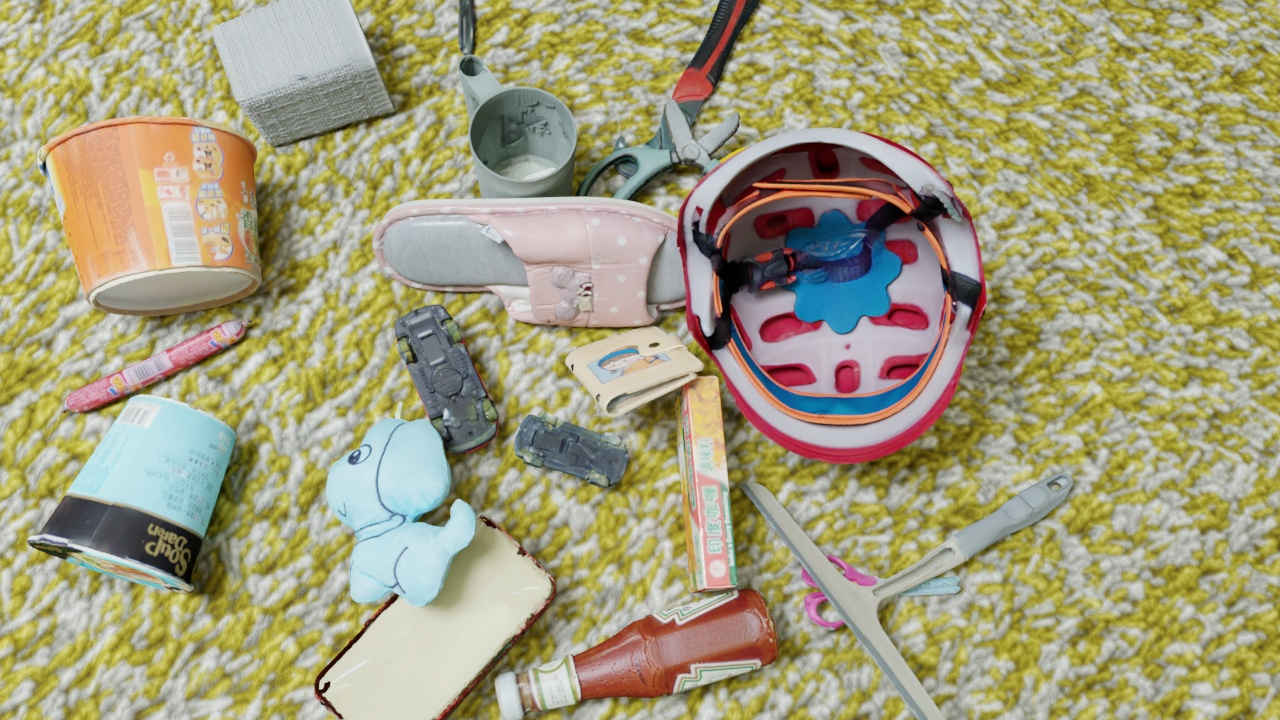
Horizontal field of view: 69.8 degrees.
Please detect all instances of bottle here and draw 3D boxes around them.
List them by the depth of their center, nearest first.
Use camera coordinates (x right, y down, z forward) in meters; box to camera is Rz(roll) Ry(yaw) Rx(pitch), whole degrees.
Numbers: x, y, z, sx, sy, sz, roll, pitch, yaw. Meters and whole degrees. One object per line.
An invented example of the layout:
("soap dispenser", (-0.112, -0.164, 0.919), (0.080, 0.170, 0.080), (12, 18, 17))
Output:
("bottle", (-0.003, 0.220, 0.674), (0.206, 0.060, 0.059), (-13, 75, -8))

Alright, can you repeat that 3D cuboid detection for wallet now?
("wallet", (-0.004, 0.004, 0.715), (0.087, 0.115, 0.024), (-24, 112, -10))

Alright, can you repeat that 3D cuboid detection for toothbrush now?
("toothbrush", (-0.162, -0.364, 0.854), (0.015, 0.018, 0.181), (-1, 75, -8))

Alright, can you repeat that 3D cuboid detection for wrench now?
("wrench", (0.057, -0.274, 0.845), (0.056, 0.016, 0.273), (29, 74, 3))

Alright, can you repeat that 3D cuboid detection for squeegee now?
("squeegee", (0.245, 0.148, 0.722), (0.246, 0.039, 0.246), (-23, 54, -20))

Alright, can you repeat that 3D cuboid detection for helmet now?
("helmet", (0.145, -0.059, 0.687), (0.207, 0.143, 0.240), (-6, 109, 20))

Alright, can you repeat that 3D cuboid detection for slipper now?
("slipper", (-0.078, -0.075, 0.730), (0.274, 0.114, 0.054), (6, 47, -1))

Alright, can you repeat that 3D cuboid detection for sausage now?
("sausage", (-0.380, 0.005, 0.725), (0.155, 0.020, 0.020), (-27, 78, -12))

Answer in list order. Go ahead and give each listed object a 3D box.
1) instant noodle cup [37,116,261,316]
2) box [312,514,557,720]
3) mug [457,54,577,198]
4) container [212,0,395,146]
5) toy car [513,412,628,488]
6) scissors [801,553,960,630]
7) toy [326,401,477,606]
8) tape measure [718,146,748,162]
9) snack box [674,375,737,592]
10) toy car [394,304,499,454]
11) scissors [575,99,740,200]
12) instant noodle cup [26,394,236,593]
("instant noodle cup", (-0.362, -0.103, 0.697), (0.151, 0.151, 0.111), (-13, 83, -9))
("box", (-0.141, 0.199, 0.656), (0.091, 0.080, 0.168), (42, 75, 9))
("mug", (-0.106, -0.176, 0.757), (0.083, 0.103, 0.124), (-33, 78, -13))
("container", (-0.282, -0.247, 0.773), (0.114, 0.090, 0.090), (-22, 76, -7))
("toy car", (-0.055, 0.072, 0.724), (0.090, 0.034, 0.042), (16, 70, -2))
("scissors", (0.191, 0.176, 0.726), (0.135, 0.017, 0.063), (-4, 61, -10))
("toy", (-0.177, 0.100, 0.666), (0.162, 0.050, 0.156), (-7, 55, 29))
("tape measure", (0.098, -0.157, 0.804), (0.057, 0.029, 0.060), (-28, 78, 7))
("snack box", (0.049, 0.097, 0.703), (0.027, 0.077, 0.155), (-3, 74, -6))
("toy car", (-0.152, 0.016, 0.727), (0.053, 0.045, 0.120), (-23, 83, -9))
("scissors", (0.031, -0.135, 0.785), (0.170, 0.019, 0.173), (-28, 80, 2))
("instant noodle cup", (-0.354, 0.094, 0.663), (0.111, 0.111, 0.120), (15, 64, 0))
